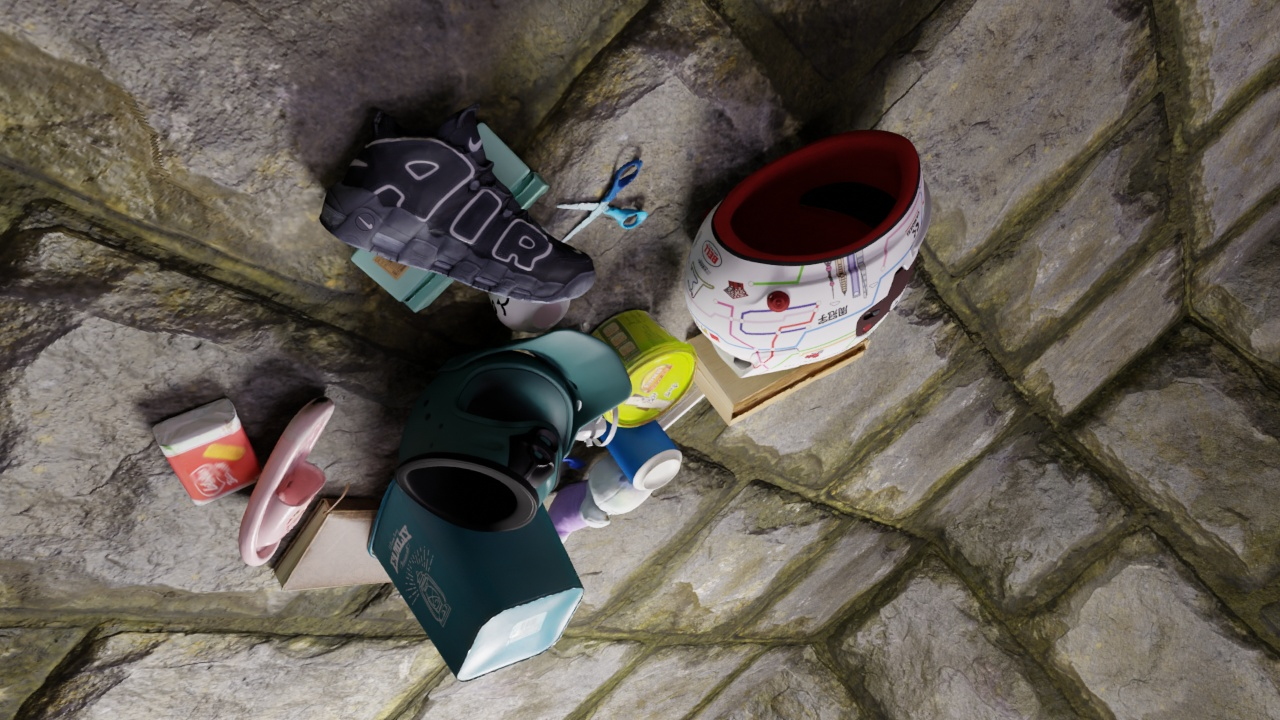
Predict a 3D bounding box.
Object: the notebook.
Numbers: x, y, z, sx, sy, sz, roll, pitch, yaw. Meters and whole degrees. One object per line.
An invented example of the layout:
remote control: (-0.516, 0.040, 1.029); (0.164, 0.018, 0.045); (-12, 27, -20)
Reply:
notebook: (-0.348, 0.226, 1.208); (0.215, 0.034, 0.190); (11, 124, -50)

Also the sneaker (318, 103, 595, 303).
sneaker: (-0.147, -0.151, 0.832); (0.252, 0.097, 0.151); (16, 107, -15)

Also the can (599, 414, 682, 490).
can: (-0.009, 0.107, 1.284); (0.078, 0.146, 0.079); (-25, 145, -19)

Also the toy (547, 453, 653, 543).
toy: (-0.055, 0.196, 1.372); (0.210, 0.085, 0.137); (-36, 178, 33)

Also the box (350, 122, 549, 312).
box: (-0.187, -0.139, 0.918); (0.187, 0.078, 0.112); (-45, 118, 8)

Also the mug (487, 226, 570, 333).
mug: (-0.116, -0.087, 1.006); (0.090, 0.076, 0.124); (-10, 138, -37)

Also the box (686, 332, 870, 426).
box: (0.200, -0.020, 1.347); (0.248, 0.128, 0.092); (-27, 146, -16)

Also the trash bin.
trash bin: (-0.200, 0.258, 1.158); (0.198, 0.218, 0.197); (-8, 137, -39)

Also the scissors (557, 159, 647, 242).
scissors: (-0.038, -0.180, 1.029); (0.127, 0.014, 0.127); (-5, 139, -35)

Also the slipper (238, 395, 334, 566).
slipper: (-0.384, 0.136, 1.006); (0.222, 0.055, 0.106); (-62, -176, 21)

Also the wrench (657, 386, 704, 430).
wrench: (0.050, 0.085, 1.414); (0.274, 0.047, 0.009); (-41, 148, 9)

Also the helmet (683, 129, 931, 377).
helmet: (0.206, -0.117, 1.134); (0.314, 0.231, 0.236); (-28, 142, -4)

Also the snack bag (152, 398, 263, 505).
snack bag: (-0.445, 0.096, 0.952); (0.076, 0.036, 0.116); (-24, 145, -22)

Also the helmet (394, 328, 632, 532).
helmet: (-0.147, 0.069, 1.031); (0.176, 0.199, 0.276); (43, 144, -24)

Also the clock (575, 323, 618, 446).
clock: (-0.072, 0.035, 1.128); (0.061, 0.159, 0.120); (-2, 134, -32)

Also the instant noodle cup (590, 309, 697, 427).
instant noodle cup: (-0.007, 0.007, 1.208); (0.146, 0.098, 0.146); (-27, 146, -20)

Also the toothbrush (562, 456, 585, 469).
toothbrush: (-0.138, 0.133, 1.317); (0.011, 0.016, 0.186); (-44, 145, 14)
